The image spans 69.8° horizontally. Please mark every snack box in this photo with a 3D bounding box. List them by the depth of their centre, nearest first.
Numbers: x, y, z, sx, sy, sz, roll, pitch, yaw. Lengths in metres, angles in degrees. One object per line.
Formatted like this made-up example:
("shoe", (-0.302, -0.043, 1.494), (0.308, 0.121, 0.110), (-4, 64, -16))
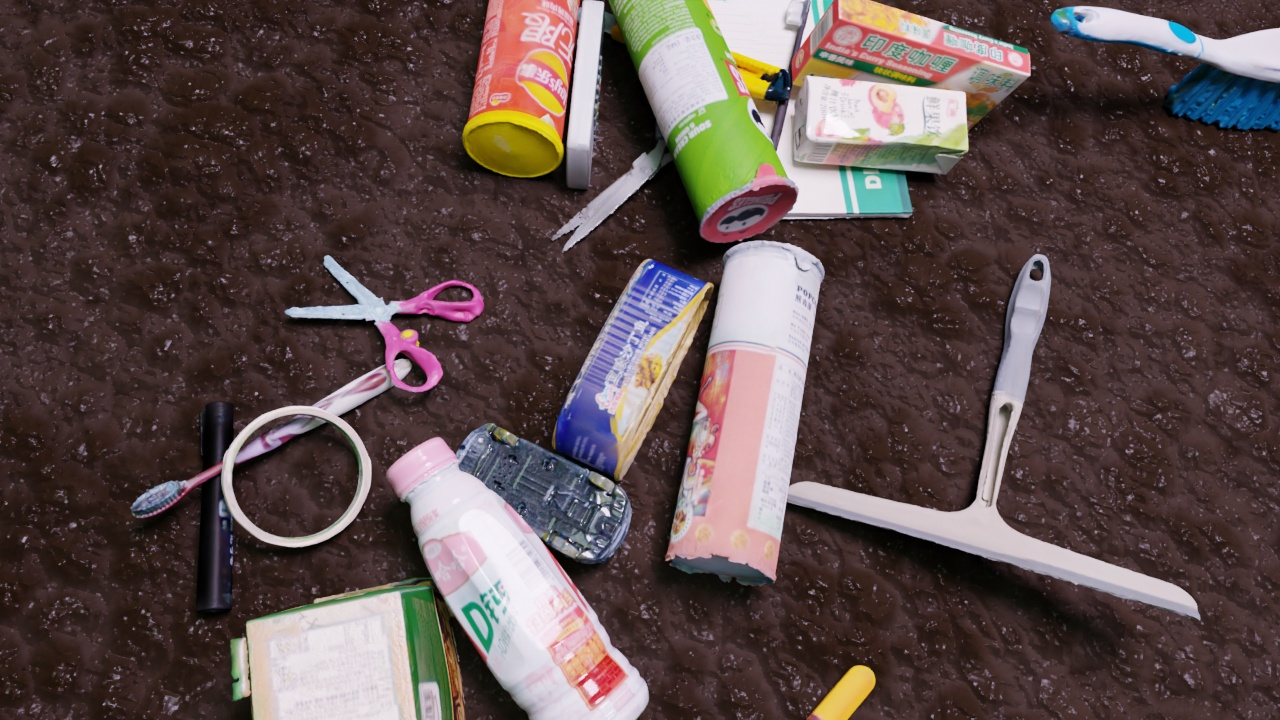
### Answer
("snack box", (-0.154, 0.178, 0.499), (0.117, 0.106, 0.118), (-10, 71, -10))
("snack box", (0.200, -0.220, 0.686), (0.155, 0.077, 0.027), (11, 68, -13))

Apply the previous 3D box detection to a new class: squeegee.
("squeegee", (0.252, 0.030, 0.634), (0.247, 0.039, 0.246), (14, 61, 18))

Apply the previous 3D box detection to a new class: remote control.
("remote control", (-0.040, -0.196, 0.679), (0.019, 0.056, 0.135), (5, 68, -3))

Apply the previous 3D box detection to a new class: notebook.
("notebook", (0.125, -0.204, 0.723), (0.150, 0.012, 0.208), (-1, 69, -7))

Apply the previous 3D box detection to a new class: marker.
("marker", (0.098, 0.233, 0.554), (0.018, 0.015, 0.123), (43, 74, 12))
("marker", (-0.264, 0.089, 0.568), (0.022, 0.020, 0.132), (-12, 70, 8))

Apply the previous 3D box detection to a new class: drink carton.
("drink carton", (0.178, -0.174, 0.685), (0.122, 0.046, 0.053), (4, 73, -6))

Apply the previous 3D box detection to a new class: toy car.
("toy car", (-0.064, 0.085, 0.582), (0.121, 0.037, 0.054), (25, 76, 14))

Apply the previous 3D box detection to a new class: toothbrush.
("toothbrush", (-0.226, 0.045, 0.576), (0.187, 0.017, 0.016), (-32, 80, -25))
("toothbrush", (0.110, -0.210, 0.708), (0.018, 0.016, 0.180), (12, 67, 4))

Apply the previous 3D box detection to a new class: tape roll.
("tape roll", (-0.211, 0.071, 0.564), (0.085, 0.014, 0.085), (4, 82, -29))

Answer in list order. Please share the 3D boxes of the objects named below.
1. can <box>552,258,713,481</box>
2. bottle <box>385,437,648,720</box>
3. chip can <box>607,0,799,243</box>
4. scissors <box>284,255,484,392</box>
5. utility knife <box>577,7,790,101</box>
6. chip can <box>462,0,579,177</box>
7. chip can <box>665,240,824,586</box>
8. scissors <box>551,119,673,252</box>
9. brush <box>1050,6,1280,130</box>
("can", (-0.004, 0.003, 0.598), (0.049, 0.075, 0.148), (24, 68, 7))
("bottle", (-0.077, 0.135, 0.533), (0.068, 0.068, 0.197), (-36, 83, -17))
("chip can", (0.035, -0.202, 0.652), (0.072, 0.072, 0.236), (-17, 72, -12))
("scissors", (-0.168, -0.035, 0.625), (0.123, 0.017, 0.133), (-38, 69, -26))
("utility knife", (0.028, -0.242, 0.712), (0.197, 0.015, 0.033), (25, 67, 15))
("chip can", (-0.083, -0.246, 0.686), (0.073, 0.073, 0.216), (5, 69, -4))
("chip can", (0.070, 0.033, 0.596), (0.071, 0.071, 0.214), (13, 69, -1))
("scissors", (-0.001, -0.148, 0.684), (0.173, 0.014, 0.140), (-10, 71, 1))
("brush", (0.441, -0.231, 0.712), (0.314, 0.110, 0.060), (-2, 72, -7))
